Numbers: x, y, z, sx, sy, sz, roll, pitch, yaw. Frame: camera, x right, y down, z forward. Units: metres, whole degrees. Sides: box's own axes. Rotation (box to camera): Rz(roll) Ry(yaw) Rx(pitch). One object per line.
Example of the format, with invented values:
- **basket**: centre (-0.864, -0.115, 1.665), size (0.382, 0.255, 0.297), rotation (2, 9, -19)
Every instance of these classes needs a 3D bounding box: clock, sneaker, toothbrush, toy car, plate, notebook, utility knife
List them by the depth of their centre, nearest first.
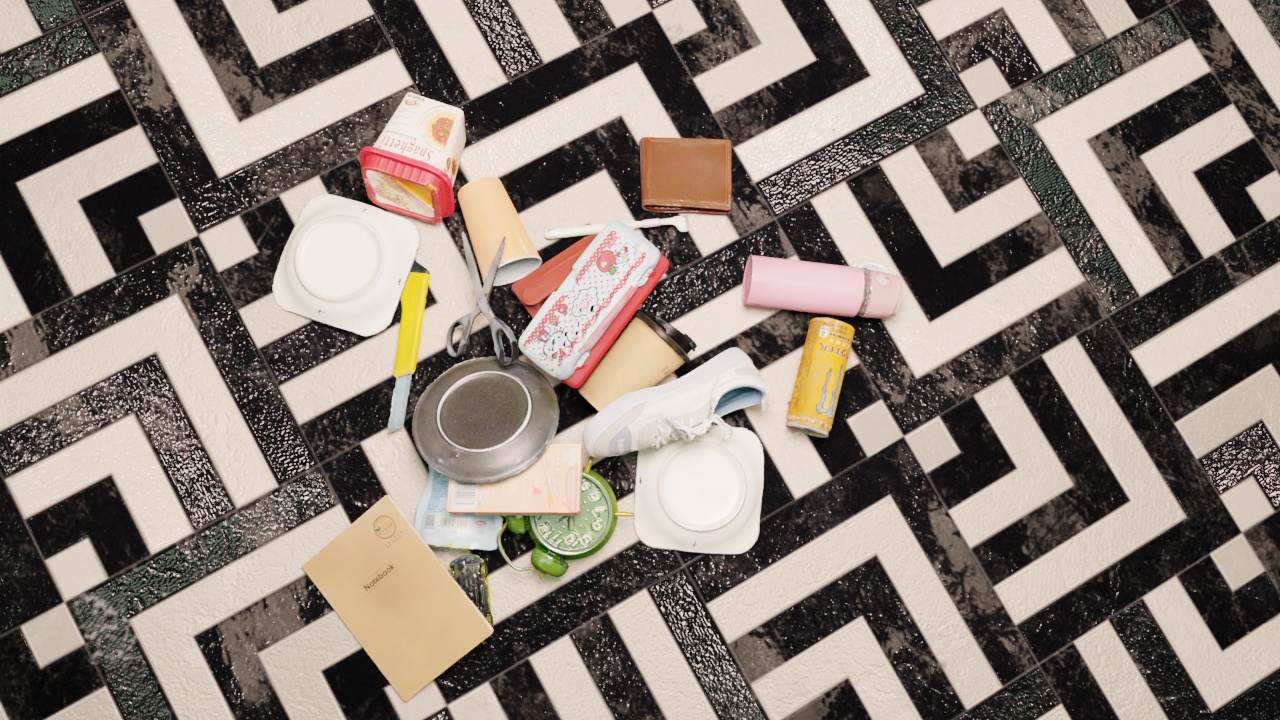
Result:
- **notebook**: centre (-0.293, 0.285, 1.099), size (0.148, 0.008, 0.207), rotation (-39, 86, 9)
- **plate**: centre (-0.186, 0.064, 1.102), size (0.179, 0.024, 0.179), rotation (-1, 56, 1)
- **toy car**: centre (-0.205, 0.288, 1.113), size (0.048, 0.032, 0.105), rotation (-8, 83, 3)
- **sneaker**: centre (0.049, 0.072, 1.120), size (0.242, 0.090, 0.090), rotation (-25, 54, -16)
- **clock**: centre (-0.099, 0.196, 1.123), size (0.161, 0.056, 0.116), rotation (-34, 85, -8)
- **plate**: centre (-0.374, -0.125, 1.153), size (0.164, 0.034, 0.163), rotation (17, 81, 4)
- **plate**: centre (0.076, 0.159, 1.153), size (0.164, 0.034, 0.163), rotation (4, 81, -4)
- **utility knife**: centre (-0.296, -0.018, 1.158), size (0.033, 0.015, 0.223), rotation (6, 80, 2)
- **toothbrush**: centre (-0.031, -0.172, 1.199), size (0.189, 0.020, 0.029), rotation (-6, 52, -4)

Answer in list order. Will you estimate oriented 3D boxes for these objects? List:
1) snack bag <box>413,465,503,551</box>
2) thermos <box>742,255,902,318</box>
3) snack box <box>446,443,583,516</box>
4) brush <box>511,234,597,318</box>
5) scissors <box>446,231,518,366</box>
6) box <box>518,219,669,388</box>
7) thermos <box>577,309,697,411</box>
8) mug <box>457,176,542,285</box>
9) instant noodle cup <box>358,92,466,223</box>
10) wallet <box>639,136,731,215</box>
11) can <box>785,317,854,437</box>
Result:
- **snack bag**: centre (-0.219, 0.135, 1.132), size (0.110, 0.039, 0.191), rotation (3, 79, 3)
- **thermos**: centre (0.234, -0.101, 1.189), size (0.198, 0.067, 0.087), rotation (5, 52, -3)
- **snack box**: centre (-0.148, 0.141, 1.089), size (0.157, 0.026, 0.084), rotation (0, 68, 3)
- **brush**: centre (-0.087, -0.110, 1.160), size (0.145, 0.069, 0.063), rotation (-35, 87, -8)
- **scissors**: centre (-0.196, -0.070, 1.128), size (0.160, 0.014, 0.181), rotation (-33, 78, 31)
- **box**: centre (-0.060, -0.072, 1.126), size (0.100, 0.095, 0.201), rotation (37, 91, -11)
- **thermos**: centre (-0.007, 0.007, 1.144), size (0.093, 0.093, 0.143), rotation (43, 88, 2)
- **mug**: centre (-0.183, -0.165, 1.161), size (0.078, 0.078, 0.122), rotation (-21, 79, -7)
- **instant noodle cup**: centre (-0.277, -0.256, 1.151), size (0.116, 0.117, 0.124), rotation (17, 70, -2)
- **wallet**: centre (0.060, -0.245, 1.211), size (0.124, 0.032, 0.101), rotation (1, 79, -5)
- **can**: centre (0.229, 0.021, 1.171), size (0.058, 0.058, 0.146), rotation (16, 81, -2)
